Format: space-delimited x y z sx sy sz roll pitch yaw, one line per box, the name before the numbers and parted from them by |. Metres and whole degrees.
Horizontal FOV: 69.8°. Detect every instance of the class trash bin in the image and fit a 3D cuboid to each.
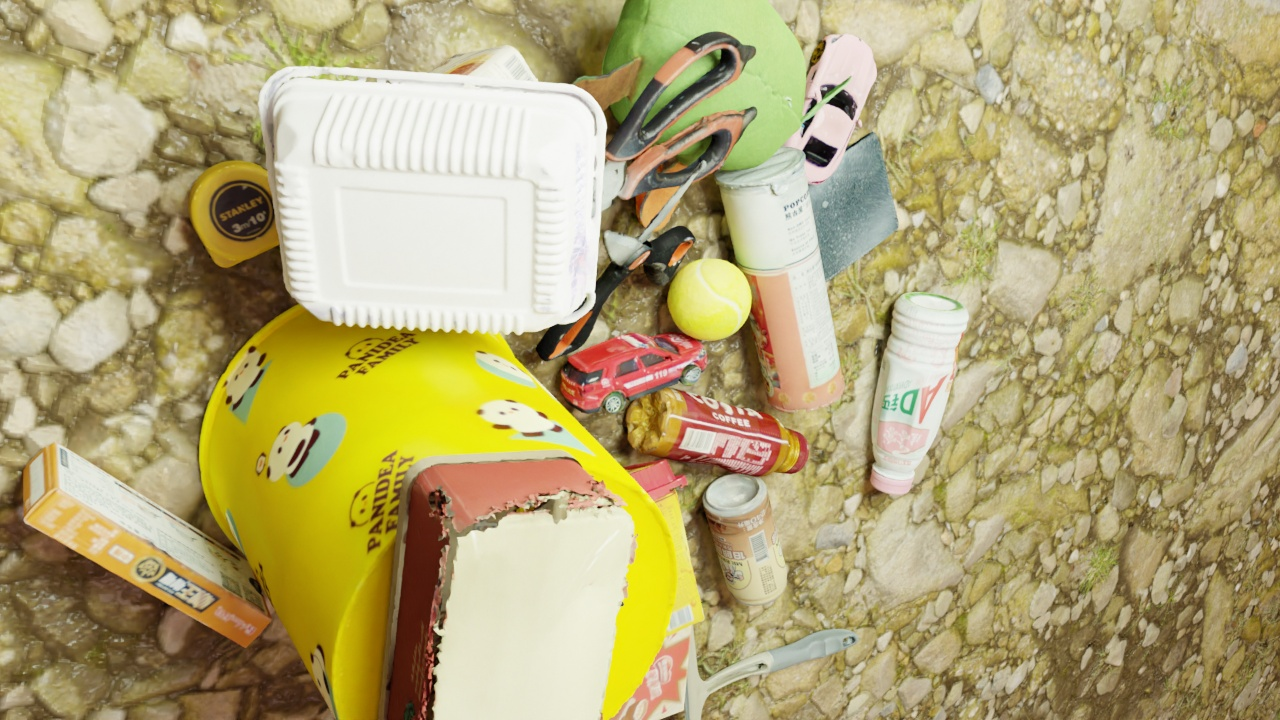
trash bin | -0.123 0.093 0.546 0.229 0.255 0.230 -11 113 -28

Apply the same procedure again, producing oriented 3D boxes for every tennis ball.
tennis ball | 0.054 -0.048 0.721 0.065 0.065 0.065 -12 114 -29

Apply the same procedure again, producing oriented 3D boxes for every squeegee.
squeegee | 0.126 0.306 0.921 0.246 0.039 0.246 -6 94 -37

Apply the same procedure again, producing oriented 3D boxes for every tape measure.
tape measure | -0.237 -0.089 0.544 0.060 0.029 0.057 -31 123 -19

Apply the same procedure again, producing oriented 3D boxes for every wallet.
wallet | 0.173 -0.129 0.797 0.120 0.019 0.097 -34 122 -19

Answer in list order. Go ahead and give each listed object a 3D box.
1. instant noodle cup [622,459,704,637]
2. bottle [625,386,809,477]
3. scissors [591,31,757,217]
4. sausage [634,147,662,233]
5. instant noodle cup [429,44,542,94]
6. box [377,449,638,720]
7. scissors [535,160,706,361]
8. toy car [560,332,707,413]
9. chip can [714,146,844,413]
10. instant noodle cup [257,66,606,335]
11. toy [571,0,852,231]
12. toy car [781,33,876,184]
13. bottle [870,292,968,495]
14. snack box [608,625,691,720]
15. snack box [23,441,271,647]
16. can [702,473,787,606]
instant noodle cup | -0.016 0.151 0.705 0.115 0.116 0.123 -18 88 -27
bottle | 0.071 0.065 0.781 0.174 0.057 0.057 16 99 -36
scissors | -0.010 -0.104 0.555 0.194 0.015 0.207 -3 126 -46
sausage | 0.006 -0.173 0.670 0.021 0.021 0.165 -13 114 -28
instant noodle cup | -0.116 -0.122 0.564 0.124 0.116 0.117 -50 127 -20
box | -0.056 0.130 0.393 0.091 0.079 0.168 0 108 -31
scissors | -0.009 -0.059 0.622 0.225 0.021 0.220 -43 175 25
toy car | -0.004 0.004 0.713 0.120 0.053 0.045 -18 120 -28
chip can | 0.119 -0.061 0.754 0.071 0.071 0.215 -29 121 -20
instant noodle cup | -0.106 -0.071 0.468 0.173 0.060 0.138 2 122 -5
toy | 0.043 -0.195 0.617 0.246 0.090 0.227 10 107 -54
toy car | 0.152 -0.202 0.738 0.056 0.037 0.122 20 95 -25
bottle | 0.261 0.035 0.888 0.068 0.068 0.197 -6 116 -31
snack box | -0.018 0.253 0.784 0.094 0.077 0.093 -8 112 -30
snack box | -0.295 0.112 0.555 0.026 0.075 0.154 -48 126 -10
can | 0.096 0.162 0.833 0.058 0.058 0.116 -29 121 -20
